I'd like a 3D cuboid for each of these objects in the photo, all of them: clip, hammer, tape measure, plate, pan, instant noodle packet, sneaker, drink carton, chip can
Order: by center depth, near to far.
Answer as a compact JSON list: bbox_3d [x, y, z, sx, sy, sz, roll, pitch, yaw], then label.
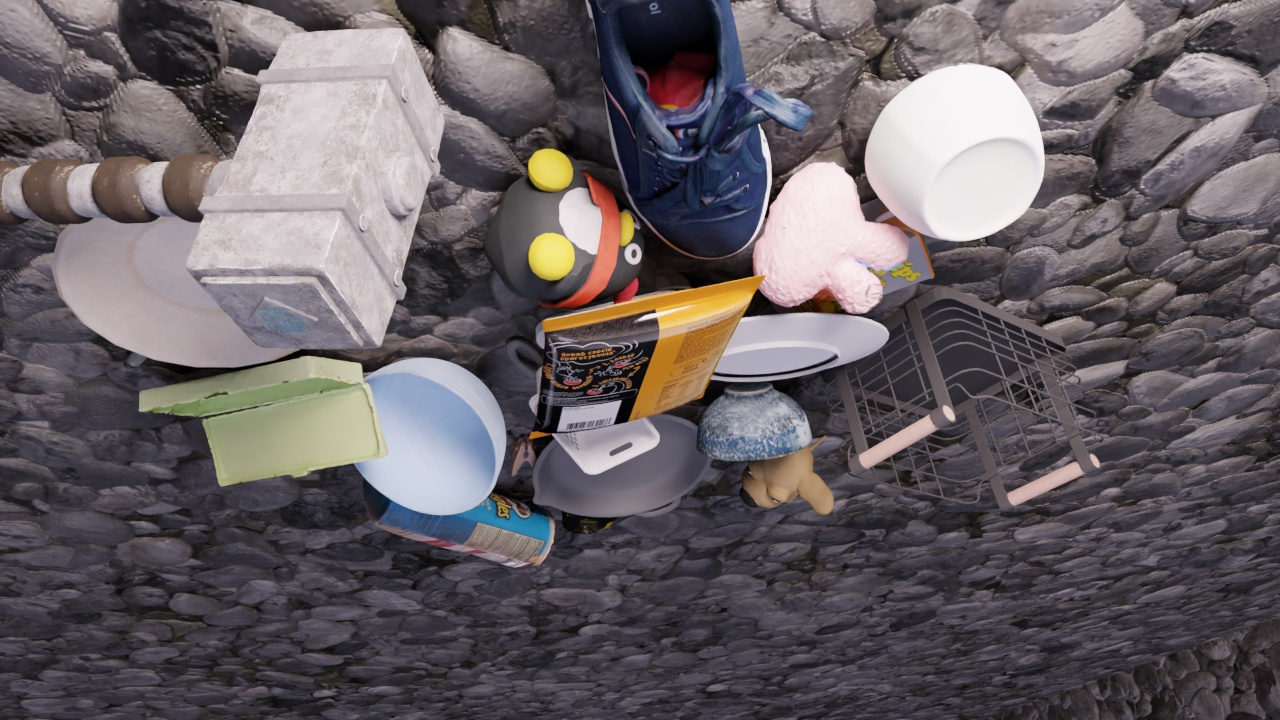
[{"bbox_3d":[-0.283,-0.097,0.525,0.326,0.176,0.079,1,149,10],"label":"hammer"},{"bbox_3d":[0.035,-0.132,0.552,0.121,0.127,0.295,-11,150,7],"label":"sneaker"},{"bbox_3d":[-0.309,-0.062,0.656,0.188,0.027,0.189,-10,144,-7],"label":"plate"},{"bbox_3d":[-0.003,0.004,0.717,0.159,0.032,0.221,-13,157,-15],"label":"instant noodle packet"},{"bbox_3d":[0.162,-0.079,0.728,0.125,0.048,0.076,-20,146,18],"label":"drink carton"},{"bbox_3d":[0.112,-0.003,0.809,0.208,0.015,0.209,-3,165,-1],"label":"plate"},{"bbox_3d":[-0.045,0.074,0.943,0.217,0.024,0.354,-22,139,12],"label":"pan"},{"bbox_3d":[-0.117,0.103,0.979,0.041,0.024,0.061,5,142,-20],"label":"clip"},{"bbox_3d":[-0.203,0.177,1.031,0.080,0.079,0.229,-30,141,31],"label":"chip can"},{"bbox_3d":[-0.065,0.187,1.108,0.067,0.038,0.063,2,147,-16],"label":"tape measure"}]

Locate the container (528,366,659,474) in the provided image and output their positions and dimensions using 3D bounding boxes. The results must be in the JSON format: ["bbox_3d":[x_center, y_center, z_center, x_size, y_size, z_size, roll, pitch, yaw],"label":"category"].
[{"bbox_3d":[-0.044,0.042,0.845,0.081,0.049,0.129,-26,136,7],"label":"container"}]

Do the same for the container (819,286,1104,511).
[{"bbox_3d":[0.308,0.049,0.884,0.241,0.130,0.163,16,141,-33],"label":"container"}]

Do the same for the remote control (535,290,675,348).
[{"bbox_3d":[-0.025,-0.033,0.794,0.136,0.013,0.043,-12,147,8],"label":"remote control"}]

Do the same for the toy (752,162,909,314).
[{"bbox_3d":[0.138,-0.082,0.669,0.105,0.053,0.108,28,102,4],"label":"toy"}]

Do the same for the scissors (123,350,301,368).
[{"bbox_3d":[-0.350,-0.032,0.725,0.179,0.015,0.199,-15,146,11],"label":"scissors"}]

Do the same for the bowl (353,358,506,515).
[{"bbox_3d":[-0.183,0.057,0.823,0.151,0.074,0.151,8,120,13],"label":"bowl"}]

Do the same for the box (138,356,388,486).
[{"bbox_3d":[-0.316,0.043,0.785,0.188,0.064,0.130,-12,128,22],"label":"box"}]

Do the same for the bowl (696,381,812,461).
[{"bbox_3d":[0.110,0.053,0.903,0.114,0.061,0.114,-5,-169,1],"label":"bowl"}]

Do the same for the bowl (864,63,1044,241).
[{"bbox_3d":[0.217,-0.132,0.618,0.116,0.065,0.116,-6,134,-7],"label":"bowl"}]

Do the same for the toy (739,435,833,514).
[{"bbox_3d":[0.157,0.119,1.008,0.106,0.134,0.108,-44,166,13],"label":"toy"}]

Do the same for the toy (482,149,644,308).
[{"bbox_3d":[-0.044,-0.081,0.642,0.119,0.097,0.100,9,162,-38],"label":"toy"}]
